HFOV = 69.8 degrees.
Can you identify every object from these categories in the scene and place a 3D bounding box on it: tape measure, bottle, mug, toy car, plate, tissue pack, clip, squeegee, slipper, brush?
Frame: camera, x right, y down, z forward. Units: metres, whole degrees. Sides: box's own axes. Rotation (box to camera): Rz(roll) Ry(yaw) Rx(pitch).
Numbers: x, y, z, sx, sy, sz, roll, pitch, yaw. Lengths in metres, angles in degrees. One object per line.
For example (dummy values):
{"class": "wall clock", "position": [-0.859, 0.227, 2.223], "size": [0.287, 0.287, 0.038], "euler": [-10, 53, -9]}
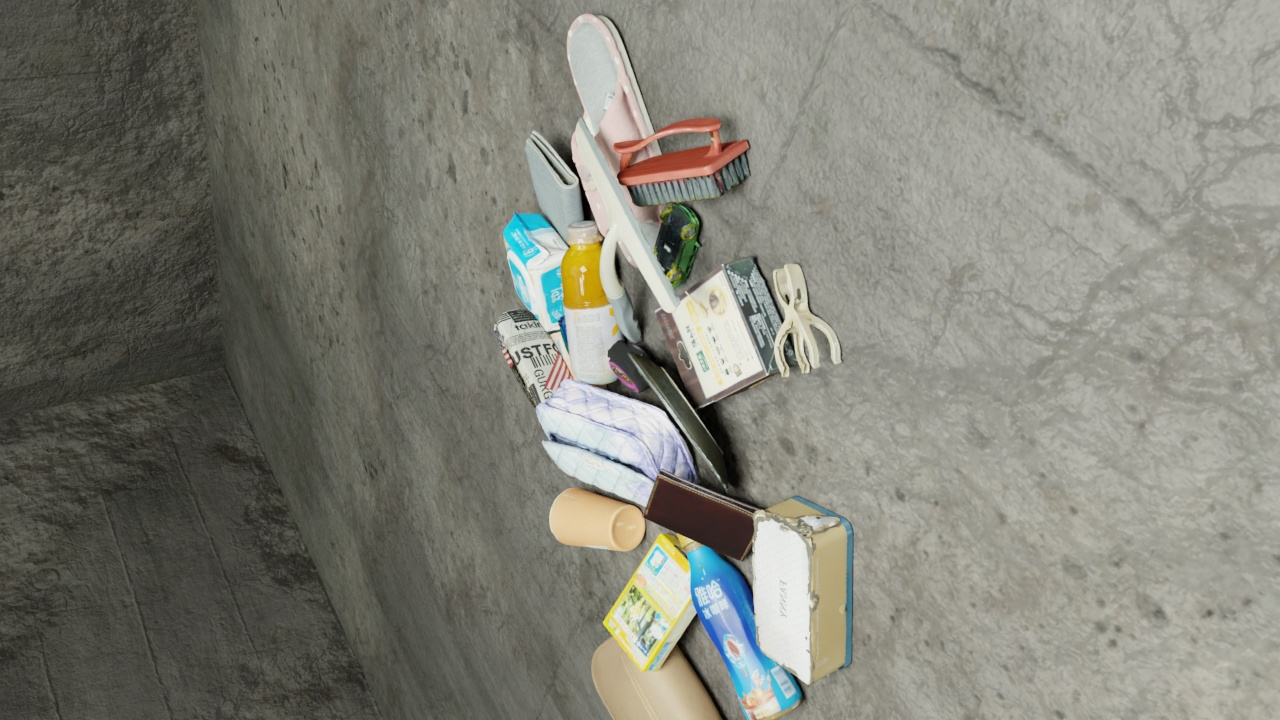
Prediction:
{"class": "tape measure", "position": [-0.074, -0.037, 1.130], "size": [0.025, 0.054, 0.058], "euler": [23, 137, 49]}
{"class": "bottle", "position": [0.099, 0.283, 1.003], "size": [0.218, 0.065, 0.065], "euler": [63, 146, 16]}
{"class": "mug", "position": [-0.054, 0.212, 1.197], "size": [0.123, 0.078, 0.078], "euler": [0, 104, 52]}
{"class": "toy car", "position": [0.037, -0.117, 0.943], "size": [0.043, 0.036, 0.091], "euler": [50, 142, 34]}
{"class": "tape measure", "position": [-0.006, 0.006, 1.051], "size": [0.057, 0.039, 0.058], "euler": [36, 164, 32]}
{"class": "bottle", "position": [-0.057, -0.067, 1.071], "size": [0.068, 0.067, 0.190], "euler": [23, 125, 50]}
{"class": "plate", "position": [0.046, 0.058, 0.955], "size": [0.179, 0.024, 0.179], "euler": [54, 179, 1]}
{"class": "tissue pack", "position": [-0.122, -0.109, 1.134], "size": [0.090, 0.063, 0.140], "euler": [51, 160, 35]}
{"class": "clip", "position": [0.138, -0.028, 0.836], "size": [0.103, 0.034, 0.093], "euler": [62, 145, 25]}
{"class": "squeegee", "position": [-0.022, -0.081, 0.964], "size": [0.247, 0.039, 0.246], "euler": [84, 163, -61]}
{"class": "slipper", "position": [-0.034, -0.231, 0.981], "size": [0.114, 0.054, 0.274], "euler": [-5, 101, 56]}
{"class": "brush", "position": [0.031, -0.190, 0.878], "size": [0.146, 0.063, 0.069], "euler": [4, 124, 48]}

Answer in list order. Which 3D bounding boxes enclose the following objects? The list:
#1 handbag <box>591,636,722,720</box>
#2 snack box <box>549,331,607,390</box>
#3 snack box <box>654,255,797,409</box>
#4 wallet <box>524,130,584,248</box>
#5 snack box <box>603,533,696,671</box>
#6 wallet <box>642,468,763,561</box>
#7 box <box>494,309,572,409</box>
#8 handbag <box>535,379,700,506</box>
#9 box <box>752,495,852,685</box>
{"class": "handbag", "position": [0.028, 0.429, 1.154], "size": [0.204, 0.099, 0.148], "euler": [55, 136, 26]}
{"class": "snack box", "position": [-0.076, 0.036, 1.191], "size": [0.085, 0.026, 0.157], "euler": [-10, 96, 57]}
{"class": "snack box", "position": [0.082, -0.025, 0.901], "size": [0.126, 0.053, 0.113], "euler": [-34, 76, 60]}
{"class": "wallet", "position": [-0.095, -0.197, 1.085], "size": [0.106, 0.037, 0.130], "euler": [56, 166, 27]}
{"class": "snack box", "position": [0.022, 0.288, 1.094], "size": [0.087, 0.033, 0.140], "euler": [40, 101, 41]}
{"class": "wallet", "position": [0.066, 0.165, 0.973], "size": [0.122, 0.020, 0.097], "euler": [22, 139, 6]}
{"class": "box", "position": [-0.131, 0.001, 1.175], "size": [0.058, 0.070, 0.164], "euler": [-44, 68, 29]}
{"class": "handbag", "position": [-0.033, 0.102, 1.067], "size": [0.194, 0.075, 0.134], "euler": [15, 141, 44]}
{"class": "box", "position": [0.159, 0.230, 0.901], "size": [0.090, 0.059, 0.184], "euler": [25, 126, 50]}
